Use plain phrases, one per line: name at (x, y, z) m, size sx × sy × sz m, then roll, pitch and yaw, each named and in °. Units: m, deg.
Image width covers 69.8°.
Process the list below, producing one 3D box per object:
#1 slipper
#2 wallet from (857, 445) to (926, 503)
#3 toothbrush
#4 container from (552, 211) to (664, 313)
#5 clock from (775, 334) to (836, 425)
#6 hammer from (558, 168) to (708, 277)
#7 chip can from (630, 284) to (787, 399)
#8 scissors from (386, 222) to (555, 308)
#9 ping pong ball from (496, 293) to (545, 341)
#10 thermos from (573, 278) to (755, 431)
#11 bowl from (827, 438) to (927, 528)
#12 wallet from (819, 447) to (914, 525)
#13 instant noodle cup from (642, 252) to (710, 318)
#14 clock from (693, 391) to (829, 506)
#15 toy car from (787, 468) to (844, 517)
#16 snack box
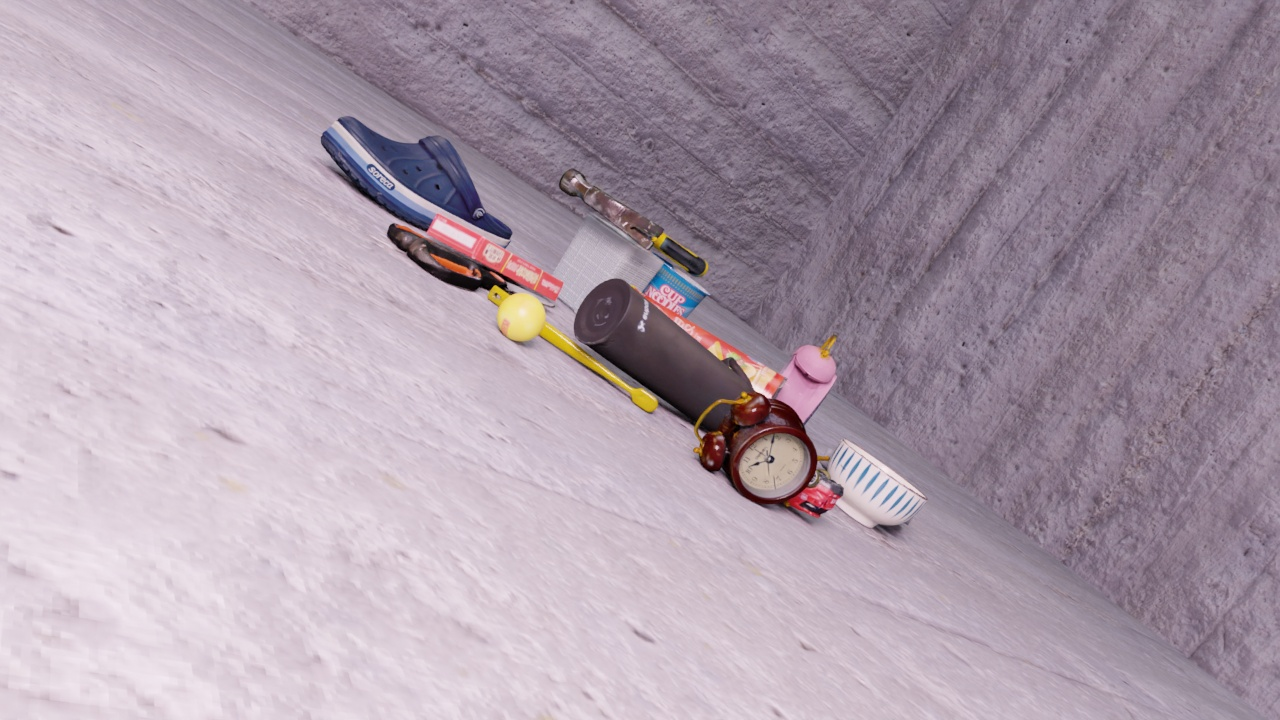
slipper at (-0.224, -0.192, 1.004) m, size 0.105 × 0.095 × 0.252 m, roll 38°, pitch 5°, yaw 39°
wallet at (0.314, 0.153, 1.184) m, size 0.115 × 0.020 × 0.101 m, roll 38°, pitch -1°, yaw 17°
toothbrush at (-0.062, -0.010, 0.855) m, size 0.190 × 0.016 × 0.016 m, roll 35°, pitch 4°, yaw 4°
container at (-0.047, -0.109, 1.152) m, size 0.090 × 0.111 × 0.090 m, roll 39°, pitch 10°, yaw 31°
clock at (0.193, 0.034, 1.121) m, size 0.060 × 0.158 × 0.117 m, roll 38°, pitch 7°, yaw 5°
hammer at (0.019, -0.156, 1.177) m, size 0.126 × 0.032 × 0.323 m, roll 38°, pitch 8°, yaw 24°
chip can at (0.060, -0.005, 1.058) m, size 0.216 × 0.073 × 0.073 m, roll 31°, pitch 7°, yaw 8°
scissors at (-0.161, -0.092, 0.908) m, size 0.139 × 0.022 × 0.234 m, roll 35°, pitch 8°, yaw 9°
ping pong ball at (-0.099, -0.036, 0.763) m, size 0.040 × 0.040 × 0.040 m, roll 34°, pitch 8°, yaw -6°
thermos at (0.039, 0.002, 0.900) m, size 0.242 × 0.069 × 0.089 m, roll 36°, pitch 41°, yaw -40°
bowl at (0.261, 0.149, 1.050) m, size 0.116 × 0.066 × 0.116 m, roll 34°, pitch 7°, yaw -5°
wallet at (0.284, 0.164, 1.156) m, size 0.130 × 0.037 × 0.106 m, roll 35°, pitch -2°, yaw 18°
instant noodle cup at (0.024, -0.074, 1.245) m, size 0.099 × 0.110 × 0.099 m, roll 34°, pitch 9°, yaw -6°
clock at (0.099, 0.073, 0.788) m, size 0.122 × 0.082 × 0.055 m, roll 34°, pitch 14°, yaw -22°
toy car at (0.130, 0.104, 0.859) m, size 0.120 × 0.045 × 0.053 m, roll 32°, pitch 4°, yaw 30°
snack box at (-0.151, -0.108, 0.978) m, size 0.075 × 0.025 × 0.152 m, roll 29°, pitch 2°, yaw 31°
